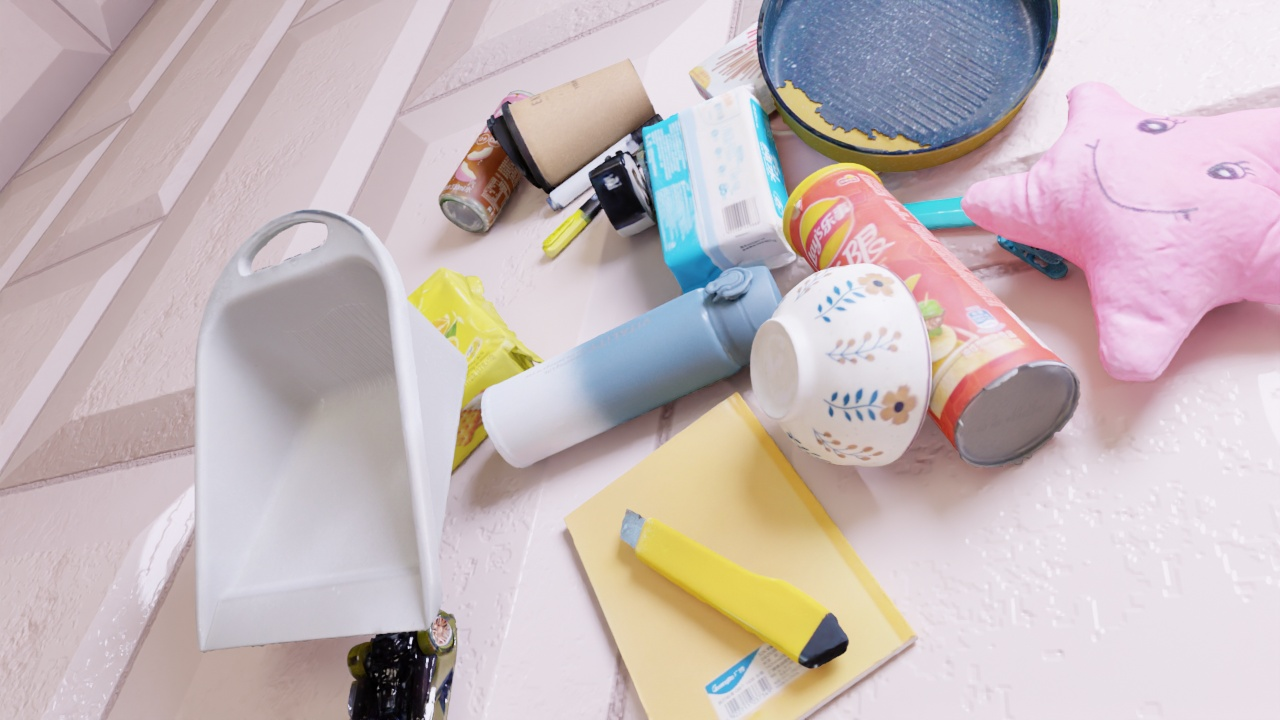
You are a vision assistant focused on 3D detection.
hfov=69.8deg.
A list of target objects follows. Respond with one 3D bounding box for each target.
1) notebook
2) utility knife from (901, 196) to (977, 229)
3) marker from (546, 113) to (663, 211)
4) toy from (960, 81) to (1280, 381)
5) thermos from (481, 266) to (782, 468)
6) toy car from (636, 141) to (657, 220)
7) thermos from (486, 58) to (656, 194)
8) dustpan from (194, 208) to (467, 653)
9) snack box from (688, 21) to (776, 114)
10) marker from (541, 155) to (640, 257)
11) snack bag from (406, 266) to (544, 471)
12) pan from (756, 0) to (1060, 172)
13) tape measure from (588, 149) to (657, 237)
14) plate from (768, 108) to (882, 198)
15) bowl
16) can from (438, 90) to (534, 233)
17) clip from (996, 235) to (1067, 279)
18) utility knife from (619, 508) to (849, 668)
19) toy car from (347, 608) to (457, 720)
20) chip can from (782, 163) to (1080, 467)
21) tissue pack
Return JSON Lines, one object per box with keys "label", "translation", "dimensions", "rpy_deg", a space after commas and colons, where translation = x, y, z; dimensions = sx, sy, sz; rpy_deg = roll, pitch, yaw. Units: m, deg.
{"label": "notebook", "translation": [0.042, 0.121, 0.530], "dimensions": [0.146, 0.010, 0.206], "rpy_deg": [-37, 41, 4]}
{"label": "utility knife", "translation": [0.218, -0.097, 0.586], "dimensions": [0.160, 0.013, 0.029], "rpy_deg": [0, 53, 41]}
{"label": "marker", "translation": [-0.031, -0.180, 0.844], "dimensions": [0.131, 0.022, 0.018], "rpy_deg": [-36, 35, 9]}
{"label": "toy", "translation": [0.278, -0.089, 0.483], "dimensions": [0.178, 0.074, 0.194], "rpy_deg": [-27, 50, 6]}
{"label": "thermos", "translation": [-0.004, 0.004, 0.624], "dimensions": [0.221, 0.070, 0.070], "rpy_deg": [-26, 43, 19]}
{"label": "toy car", "translation": [0.033, -0.146, 0.753], "dimensions": [0.054, 0.037, 0.120], "rpy_deg": [-25, 53, 16]}
{"label": "thermos", "translation": [-0.061, -0.221, 0.854], "dimensions": [0.143, 0.093, 0.093], "rpy_deg": [-27, 42, 6]}
{"label": "dustpan", "translation": [-0.232, 0.037, 0.614], "dimensions": [0.223, 0.142, 0.257], "rpy_deg": [-14, 48, 28]}
{"label": "snack box", "translation": [0.120, -0.249, 0.720], "dimensions": [0.157, 0.027, 0.084], "rpy_deg": [-35, 41, 5]}
{"label": "marker", "translation": [-0.042, -0.140, 0.820], "dimensions": [0.124, 0.015, 0.018], "rpy_deg": [-47, 44, -9]}
{"label": "snack bag", "translation": [-0.193, 0.044, 0.733], "dimensions": [0.246, 0.068, 0.158], "rpy_deg": [-44, 41, -4]}
{"label": "pan", "translation": [0.118, -0.275, 0.649], "dimensions": [0.357, 0.078, 0.197], "rpy_deg": [37, 86, 20]}
{"label": "tape measure", "translation": [-0.012, -0.136, 0.755], "dimensions": [0.034, 0.066, 0.065], "rpy_deg": [-23, 17, 15]}
{"label": "plate", "translation": [0.143, -0.206, 0.717], "dimensions": [0.193, 0.039, 0.192], "rpy_deg": [-21, 45, 22]}
{"label": "bowl", "translation": [0.099, 0.004, 0.502], "dimensions": [0.062, 0.114, 0.113], "rpy_deg": [-4, 37, -19]}
{"label": "can", "translation": [-0.143, -0.198, 0.915], "dimensions": [0.058, 0.058, 0.147], "rpy_deg": [4, 57, 39]}
{"label": "clip", "translation": [0.231, -0.067, 0.544], "dimensions": [0.014, 0.046, 0.057], "rpy_deg": [-37, 42, 2]}
{"label": "utility knife", "translation": [0.044, 0.121, 0.508], "dimensions": [0.173, 0.015, 0.033], "rpy_deg": [22, 64, 47]}
{"label": "toy car", "translation": [-0.148, 0.223, 0.561], "dimensions": [0.070, 0.042, 0.157], "rpy_deg": [-22, 43, 20]}
{"label": "chip can", "translation": [0.158, -0.036, 0.533], "dimensions": [0.073, 0.073, 0.216], "rpy_deg": [-35, 42, 7]}
{"label": "tissue pack", "translation": [0.058, -0.124, 0.666], "dimensions": [0.090, 0.063, 0.140], "rpy_deg": [-17, 76, 27]}
